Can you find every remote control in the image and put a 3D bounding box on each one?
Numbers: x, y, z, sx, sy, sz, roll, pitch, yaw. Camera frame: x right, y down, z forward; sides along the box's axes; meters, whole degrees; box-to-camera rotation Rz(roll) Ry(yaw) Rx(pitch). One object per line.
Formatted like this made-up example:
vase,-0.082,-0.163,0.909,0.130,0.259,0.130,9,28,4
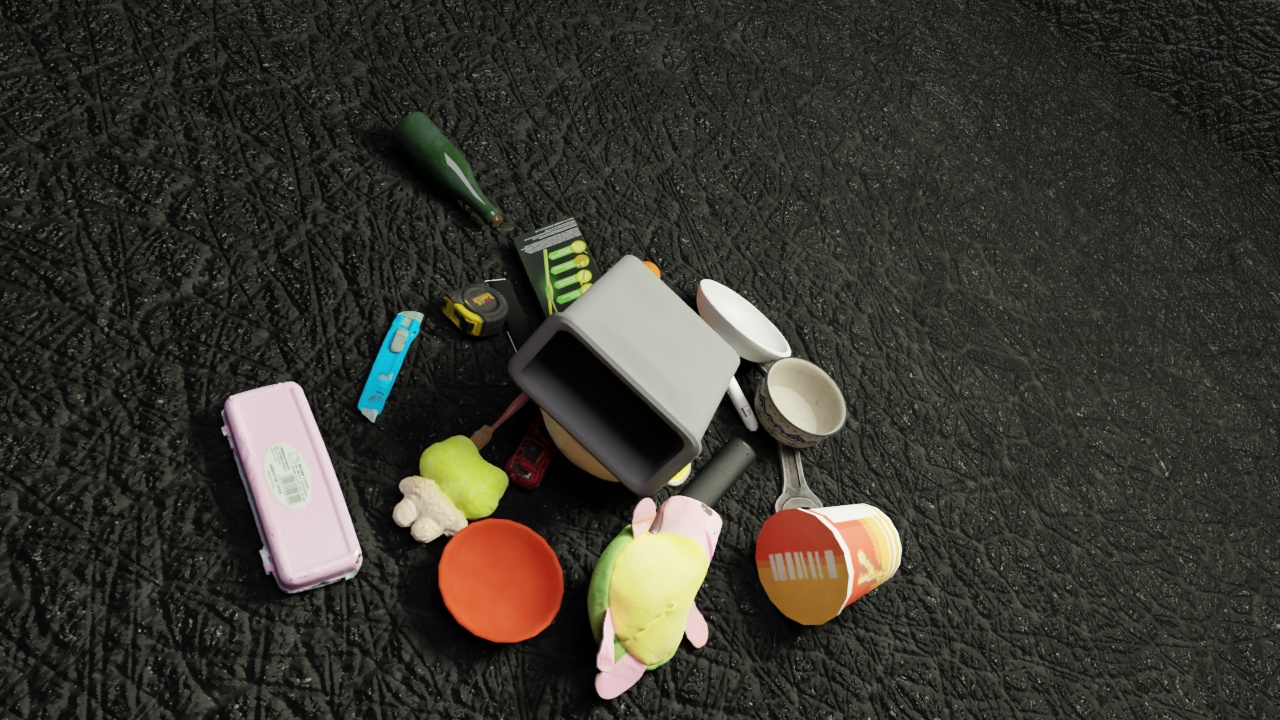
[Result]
remote control,0.086,0.140,1.065,0.041,0.020,0.151,43,49,7
remote control,-0.148,-0.048,1.081,0.028,0.012,0.124,-10,61,-35

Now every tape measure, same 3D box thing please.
tape measure,-0.184,-0.056,1.051,0.062,0.038,0.067,43,43,18

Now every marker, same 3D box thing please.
marker,0.113,0.028,1.143,0.020,0.017,0.133,-28,90,-17

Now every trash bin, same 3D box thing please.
trash bin,-0.006,0.006,0.964,0.192,0.098,0.219,43,28,-3

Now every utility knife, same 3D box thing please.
utility knife,-0.266,0.002,0.976,0.031,0.015,0.158,18,50,-10

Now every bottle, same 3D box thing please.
bottle,-0.235,-0.232,1.144,0.174,0.055,0.055,47,47,8

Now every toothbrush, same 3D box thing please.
toothbrush,-0.133,0.045,1.018,0.015,0.016,0.183,36,44,8

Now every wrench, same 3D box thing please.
wrench,0.185,0.095,1.162,0.070,0.010,0.272,13,51,-21

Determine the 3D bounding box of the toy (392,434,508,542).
toy,-0.190,0.129,0.900,0.092,0.046,0.115,42,53,6

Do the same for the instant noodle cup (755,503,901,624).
instant noodle cup,0.215,0.216,1.020,0.120,0.124,0.123,-6,59,-41

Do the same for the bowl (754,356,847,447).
bowl,0.192,0.059,1.144,0.115,0.059,0.115,15,50,-19

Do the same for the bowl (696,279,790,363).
bowl,0.125,-0.042,1.192,0.149,0.043,0.149,34,20,-15

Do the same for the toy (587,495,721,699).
toy,0.012,0.221,0.909,0.237,0.088,0.190,-54,126,-44

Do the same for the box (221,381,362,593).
box,-0.323,0.115,0.843,0.086,0.045,0.202,-15,65,-31

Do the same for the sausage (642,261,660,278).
sausage,-0.009,-0.067,1.156,0.044,0.039,0.163,27,47,-3

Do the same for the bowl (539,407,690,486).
bowl,-0.043,0.065,1.002,0.219,0.060,0.188,45,30,2

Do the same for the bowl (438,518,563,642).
bowl,-0.136,0.213,0.872,0.122,0.035,0.121,15,50,-19

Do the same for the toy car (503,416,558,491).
toy car,-0.111,0.097,0.978,0.042,0.036,0.091,32,41,-4

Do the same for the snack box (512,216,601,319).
snack box,-0.093,-0.100,1.118,0.080,0.025,0.147,-21,65,-7
